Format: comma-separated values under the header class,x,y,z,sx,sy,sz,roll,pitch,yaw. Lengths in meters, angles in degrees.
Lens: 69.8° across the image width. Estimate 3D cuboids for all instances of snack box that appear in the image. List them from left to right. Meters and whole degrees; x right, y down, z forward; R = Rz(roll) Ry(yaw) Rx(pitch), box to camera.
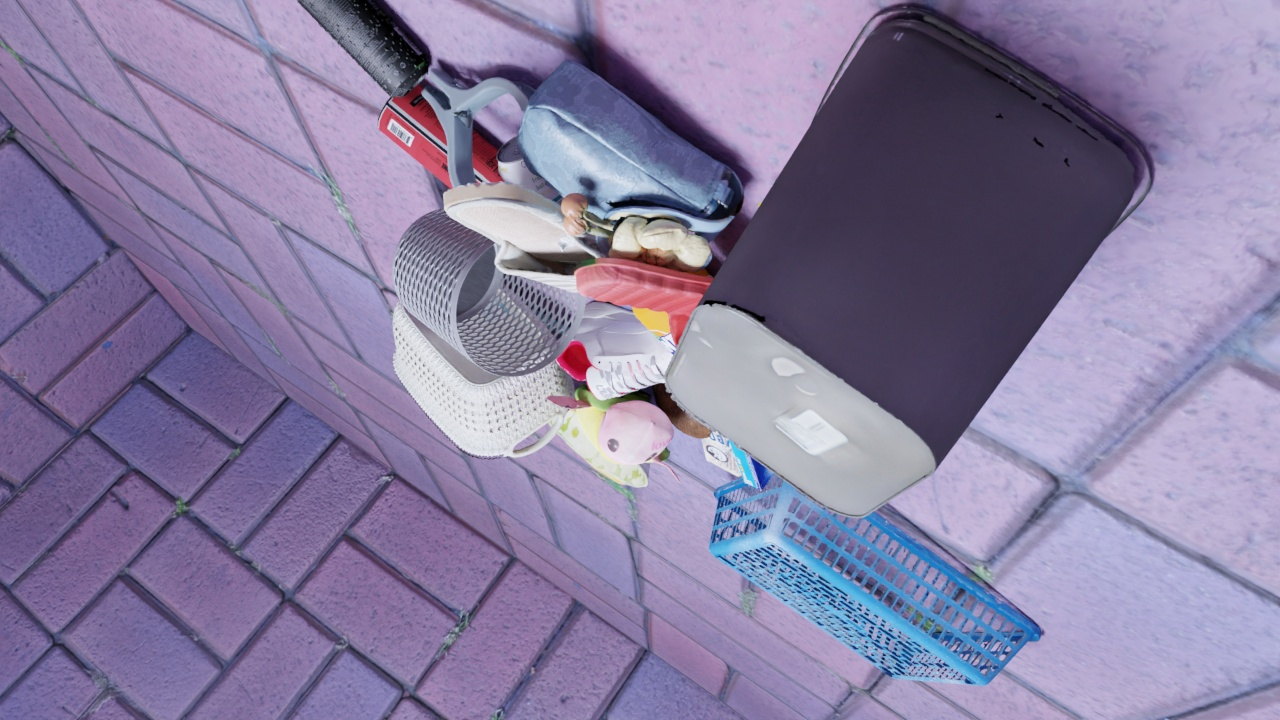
class,x,y,z,sx,sy,sz,roll,pitch,yaw
snack box,0.112,0.095,1.116,0.082,0.026,0.150,27,154,26
snack box,0.127,0.066,0.968,0.027,0.082,0.150,23,154,35

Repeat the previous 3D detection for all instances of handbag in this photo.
class,x,y,z,sx,sy,sz,roll,pitch,yaw
handbag,-0.018,-0.143,0.746,0.192,0.118,0.122,34,160,-10

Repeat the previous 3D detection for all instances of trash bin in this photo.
class,x,y,z,sx,sy,sz,roll,pitch,yaw
trash bin,-0.176,-0.085,1.022,0.183,0.156,0.156,28,157,48
trash bin,0.143,-0.046,0.558,0.197,0.219,0.198,35,157,7

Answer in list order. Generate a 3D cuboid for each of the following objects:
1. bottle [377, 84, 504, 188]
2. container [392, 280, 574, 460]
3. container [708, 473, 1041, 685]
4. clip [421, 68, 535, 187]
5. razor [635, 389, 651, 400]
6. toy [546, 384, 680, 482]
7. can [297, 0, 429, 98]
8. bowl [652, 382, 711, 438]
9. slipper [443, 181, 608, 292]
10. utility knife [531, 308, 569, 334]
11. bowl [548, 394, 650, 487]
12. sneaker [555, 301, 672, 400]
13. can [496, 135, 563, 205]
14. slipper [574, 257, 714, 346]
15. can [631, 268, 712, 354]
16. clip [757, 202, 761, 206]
class,x,y,z,sx,sy,sz,roll,pitch,yaw
bottle,-0.182,-0.206,0.941,0.176,0.062,0.062,39,157,-2
container,-0.206,-0.007,1.178,0.251,0.184,0.143,44,153,25
container,0.258,0.274,1.122,0.362,0.089,0.258,35,157,-4
clip,-0.158,-0.191,0.860,0.173,0.164,0.030,25,-162,38
razor,-0.016,0.018,1.169,0.042,0.026,0.106,27,151,30
toy,-0.020,0.078,1.108,0.190,0.087,0.238,36,177,-5
can,-0.263,-0.314,0.869,0.137,0.053,0.054,46,156,-17
bowl,0.041,0.056,1.100,0.102,0.026,0.114,61,167,-20
slipper,-0.082,-0.103,0.851,0.115,0.054,0.272,3,170,28
utility knife,-0.089,-0.033,1.184,0.147,0.015,0.022,28,156,30
bowl,-0.052,0.103,1.322,0.188,0.060,0.219,28,159,25
sneaker,-0.006,0.005,1.021,0.237,0.104,0.090,15,148,43
can,-0.097,-0.167,0.896,0.055,0.054,0.102,18,150,40
slipper,0.060,-0.032,0.786,0.248,0.059,0.104,11,169,-19
can,0.056,-0.036,0.884,0.142,0.079,0.079,45,156,-17
clip,0.118,-0.114,0.721,0.054,0.048,0.046,37,132,0
